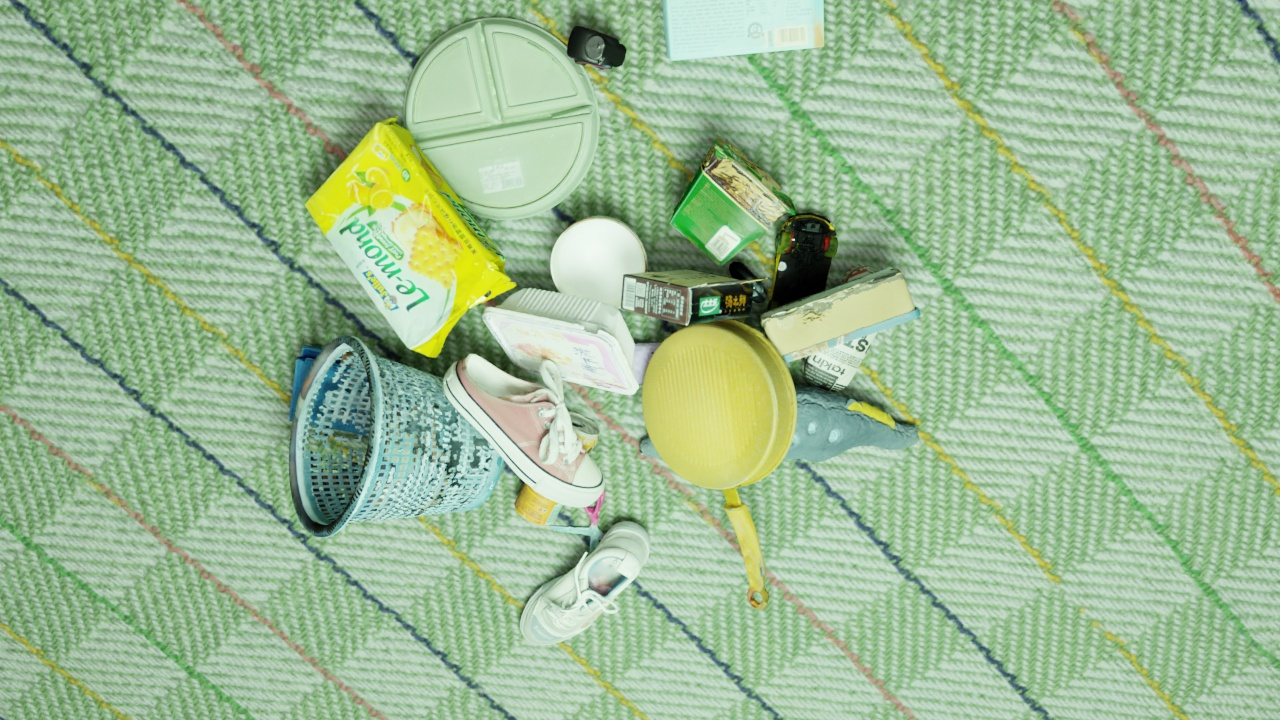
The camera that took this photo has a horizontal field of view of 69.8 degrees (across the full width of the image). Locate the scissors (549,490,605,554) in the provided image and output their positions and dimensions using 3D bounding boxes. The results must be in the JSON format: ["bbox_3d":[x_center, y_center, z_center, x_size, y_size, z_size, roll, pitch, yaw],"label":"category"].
[{"bbox_3d":[-0.056,0.228,1.232,0.133,0.017,0.134,7,112,3],"label":"scissors"}]

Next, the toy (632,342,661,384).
[{"bbox_3d":[-0.007,0.007,1.143,0.108,0.039,0.084,2,112,0],"label":"toy"}]

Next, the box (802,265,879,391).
[{"bbox_3d":[0.252,-0.036,1.113,0.072,0.060,0.164,26,109,15],"label":"box"}]

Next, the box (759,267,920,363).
[{"bbox_3d":[0.230,-0.054,1.047,0.184,0.089,0.062,-18,96,11],"label":"box"}]

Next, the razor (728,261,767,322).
[{"bbox_3d":[0.101,-0.038,1.124,0.067,0.062,0.168,10,118,-35],"label":"razor"}]

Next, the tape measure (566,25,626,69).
[{"bbox_3d":[-0.053,-0.345,1.019,0.058,0.057,0.039,28,109,27],"label":"tape measure"}]

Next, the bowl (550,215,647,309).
[{"bbox_3d":[-0.047,-0.118,1.091,0.113,0.062,0.113,1,108,3],"label":"bowl"}]

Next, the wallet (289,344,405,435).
[{"bbox_3d":[-0.371,0.041,1.164,0.133,0.040,0.106,12,111,-11],"label":"wallet"}]

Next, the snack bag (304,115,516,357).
[{"bbox_3d":[-0.262,-0.142,1.052,0.158,0.068,0.246,-38,86,25],"label":"snack bag"}]

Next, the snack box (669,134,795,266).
[{"bbox_3d":[0.097,-0.175,1.043,0.118,0.117,0.106,39,110,-8],"label":"snack box"}]

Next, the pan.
[{"bbox_3d":[0.105,0.128,1.075,0.198,0.078,0.357,-3,94,41],"label":"pan"}]

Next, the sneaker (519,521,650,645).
[{"bbox_3d":[-0.077,0.318,1.215,0.089,0.090,0.243,39,113,-10],"label":"sneaker"}]

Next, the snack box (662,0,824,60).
[{"bbox_3d":[0.113,-0.375,1.007,0.175,0.051,0.074,-4,107,2],"label":"snack box"}]

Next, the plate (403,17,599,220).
[{"bbox_3d":[-0.162,-0.275,1.061,0.230,0.027,0.230,1,109,2],"label":"plate"}]

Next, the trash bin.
[{"bbox_3d":[-0.278,0.098,1.084,0.194,0.226,0.227,12,113,-41],"label":"trash bin"}]

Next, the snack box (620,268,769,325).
[{"bbox_3d":[0.061,-0.075,1.035,0.126,0.113,0.053,18,110,42],"label":"snack box"}]

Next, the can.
[{"bbox_3d":[-0.108,0.140,1.180,0.058,0.058,0.146,26,107,-7],"label":"can"}]

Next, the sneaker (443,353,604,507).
[{"bbox_3d":[-0.117,0.075,1.067,0.088,0.118,0.241,-35,110,26],"label":"sneaker"}]

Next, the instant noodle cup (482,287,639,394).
[{"bbox_3d":[-0.085,-0.029,1.082,0.174,0.060,0.138,11,152,22],"label":"instant noodle cup"}]

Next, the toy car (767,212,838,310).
[{"bbox_3d":[0.190,-0.098,1.101,0.071,0.041,0.156,6,112,0],"label":"toy car"}]

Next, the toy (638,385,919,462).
[{"bbox_3d":[0.171,0.087,1.136,0.356,0.091,0.138,-5,152,5],"label":"toy"}]
